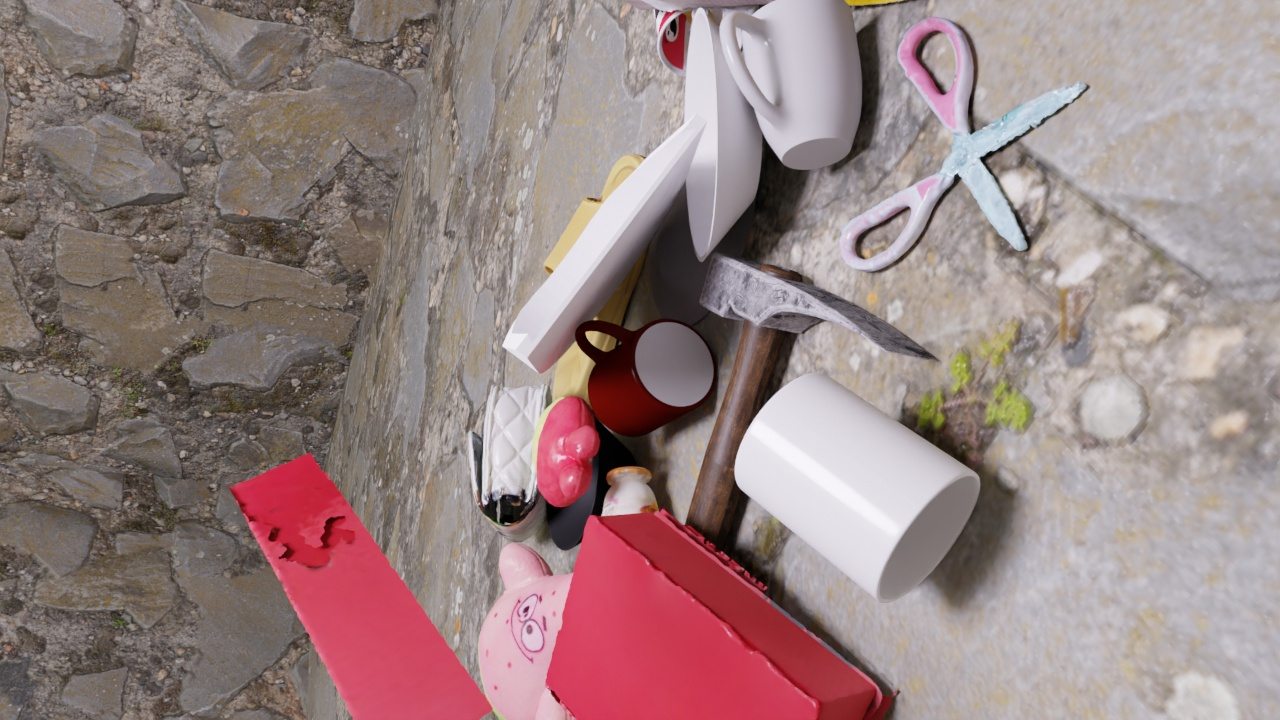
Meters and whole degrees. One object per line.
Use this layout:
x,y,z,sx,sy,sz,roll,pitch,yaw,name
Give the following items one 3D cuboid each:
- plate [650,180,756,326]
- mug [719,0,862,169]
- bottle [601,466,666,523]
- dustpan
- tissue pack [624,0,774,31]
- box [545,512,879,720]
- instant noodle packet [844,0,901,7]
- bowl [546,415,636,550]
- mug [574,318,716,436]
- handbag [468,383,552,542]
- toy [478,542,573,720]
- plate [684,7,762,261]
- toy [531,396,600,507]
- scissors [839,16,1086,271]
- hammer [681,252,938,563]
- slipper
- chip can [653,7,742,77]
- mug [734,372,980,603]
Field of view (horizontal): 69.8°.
0.044,-0.116,0.764,0.178,0.012,0.178,-170,90,-66,plate
0.091,-0.172,0.567,0.071,0.107,0.089,-21,70,47,mug
-0.007,0.138,0.714,0.063,0.063,0.108,135,139,-52,bottle
-0.042,-0.083,0.710,0.191,0.053,0.258,-53,0,-6,dustpan
0.049,-0.293,0.652,0.181,0.071,0.104,26,102,52,tissue pack
0.090,0.264,0.618,0.148,0.374,0.213,-49,40,-10,box
0.171,-0.285,0.482,0.222,0.084,0.163,27,108,58,instant noodle packet
-0.037,0.106,0.806,0.124,0.052,0.124,-170,90,-66,bowl
-0.004,0.004,0.714,0.073,0.105,0.083,-54,10,-30,mug
-0.126,0.104,0.909,0.195,0.072,0.138,101,173,-73,handbag
-0.078,0.244,0.802,0.237,0.096,0.192,-51,45,35,toy
0.060,-0.159,0.654,0.174,0.036,0.174,175,92,-86,plate
-0.061,0.075,0.748,0.135,0.045,0.091,-152,72,-71,toy
0.160,-0.106,0.501,0.176,0.013,0.170,-55,37,40,scissors
0.069,0.092,0.597,0.218,0.037,0.301,-140,62,-63,hammer
-0.056,-0.075,0.894,0.099,0.078,0.263,-138,60,-65,slipper
0.037,-0.345,0.799,0.069,0.069,0.220,128,145,-47,chip can
0.107,0.071,0.459,0.090,0.073,0.111,38,157,36,mug
